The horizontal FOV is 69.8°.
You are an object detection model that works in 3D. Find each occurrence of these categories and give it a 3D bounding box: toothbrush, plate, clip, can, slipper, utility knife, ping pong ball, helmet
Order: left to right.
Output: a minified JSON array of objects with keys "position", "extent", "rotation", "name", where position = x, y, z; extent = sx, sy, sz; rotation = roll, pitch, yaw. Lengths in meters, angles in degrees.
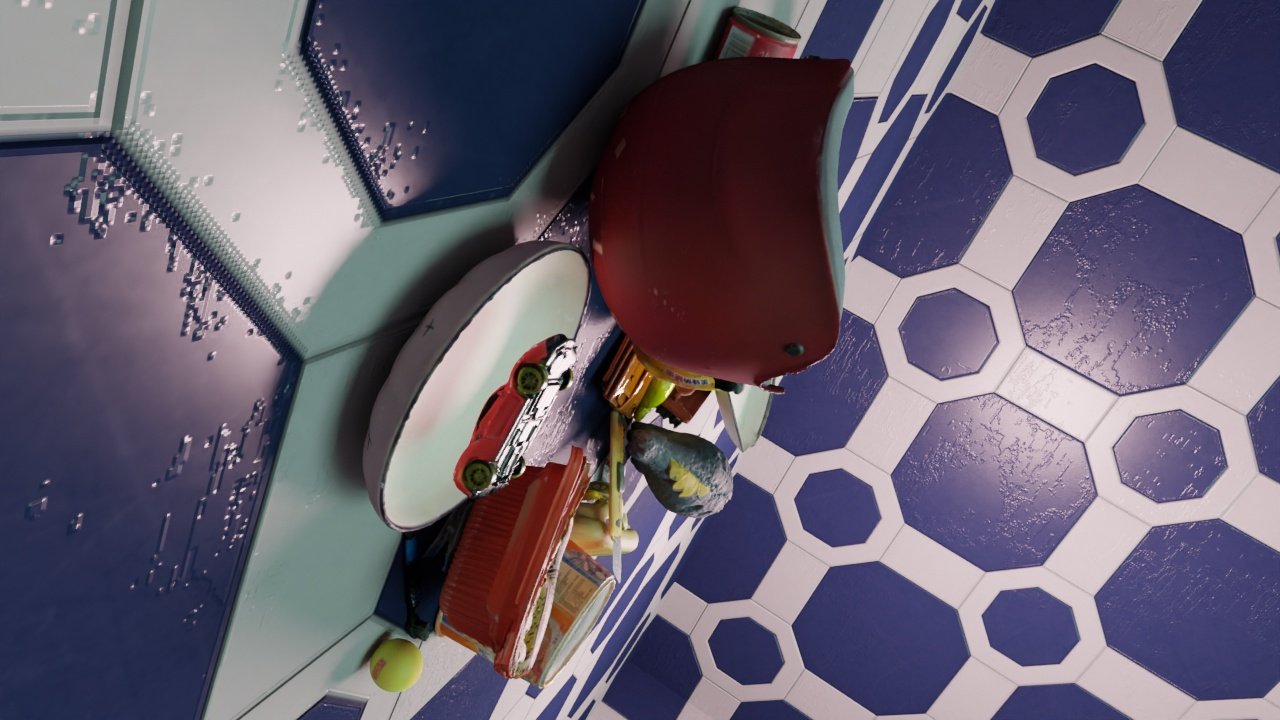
[{"position":[-0.190,0.237,0.713],"extent":[0.040,0.040,0.040],"rotation":[-54,166,-20],"name":"ping pong ball"},{"position":[-0.171,0.174,0.700],"extent":[0.014,0.016,0.190],"rotation":[-58,169,-39],"name":"toothbrush"},{"position":[-0.143,0.130,0.699],"extent":[0.058,0.043,0.026],"rotation":[-63,166,2],"name":"clip"},{"position":[-0.098,0.009,0.536],"extent":[0.192,0.039,0.193],"rotation":[-54,166,-20],"name":"plate"},{"position":[-0.059,0.175,1.012],"extent":[0.190,0.092,0.081],"rotation":[44,37,-68],"name":"slipper"},{"position":[-0.026,0.133,0.951],"extent":[0.031,0.020,0.190],"rotation":[34,55,-57],"name":"utility knife"},{"position":[0.037,-0.085,0.586],"extent":[0.240,0.144,0.206],"rotation":[123,-27,-78],"name":"helmet"},{"position":[0.067,-0.185,0.677],"extent":[0.053,0.053,0.133],"rotation":[-39,157,-56],"name":"can"},{"position":[0.127,0.003,1.141],"extent":[0.266,0.034,0.161],"rotation":[68,39,-53],"name":"plate"}]

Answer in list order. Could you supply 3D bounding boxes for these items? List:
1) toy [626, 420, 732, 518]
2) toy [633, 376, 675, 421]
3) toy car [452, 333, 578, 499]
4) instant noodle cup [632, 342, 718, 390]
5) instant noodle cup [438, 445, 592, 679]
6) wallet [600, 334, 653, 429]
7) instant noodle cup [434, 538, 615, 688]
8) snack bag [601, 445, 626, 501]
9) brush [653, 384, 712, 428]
[{"position":[0.039,0.124,1.056],"extent":[0.091,0.138,0.356],"rotation":[-61,179,-7],"name":"toy"},{"position":[0.020,0.025,1.012],"extent":[0.096,0.031,0.100],"rotation":[-62,-176,-11],"name":"toy"},{"position":[-0.070,0.030,0.522],"extent":[0.106,0.031,0.049],"rotation":[-59,168,10],"name":"toy car"},{"position":[0.058,-0.060,0.779],"extent":[0.137,0.138,0.110],"rotation":[-52,158,-26],"name":"instant noodle cup"},{"position":[-0.097,0.154,0.710],"extent":[0.189,0.079,0.164],"rotation":[108,1,-65],"name":"instant noodle cup"},{"position":[-0.005,0.005,0.905],"extent":[0.119,0.035,0.130],"rotation":[-64,169,-6],"name":"wallet"},{"position":[-0.101,0.223,0.857],"extent":[0.151,0.111,0.151],"rotation":[-54,166,-20],"name":"instant noodle cup"},{"position":[-0.032,0.134,1.102],"extent":[0.104,0.026,0.048],"rotation":[99,5,-57],"name":"snack bag"},{"position":[0.068,0.015,1.126],"extent":[0.145,0.063,0.069],"rotation":[-47,176,-45],"name":"brush"}]
